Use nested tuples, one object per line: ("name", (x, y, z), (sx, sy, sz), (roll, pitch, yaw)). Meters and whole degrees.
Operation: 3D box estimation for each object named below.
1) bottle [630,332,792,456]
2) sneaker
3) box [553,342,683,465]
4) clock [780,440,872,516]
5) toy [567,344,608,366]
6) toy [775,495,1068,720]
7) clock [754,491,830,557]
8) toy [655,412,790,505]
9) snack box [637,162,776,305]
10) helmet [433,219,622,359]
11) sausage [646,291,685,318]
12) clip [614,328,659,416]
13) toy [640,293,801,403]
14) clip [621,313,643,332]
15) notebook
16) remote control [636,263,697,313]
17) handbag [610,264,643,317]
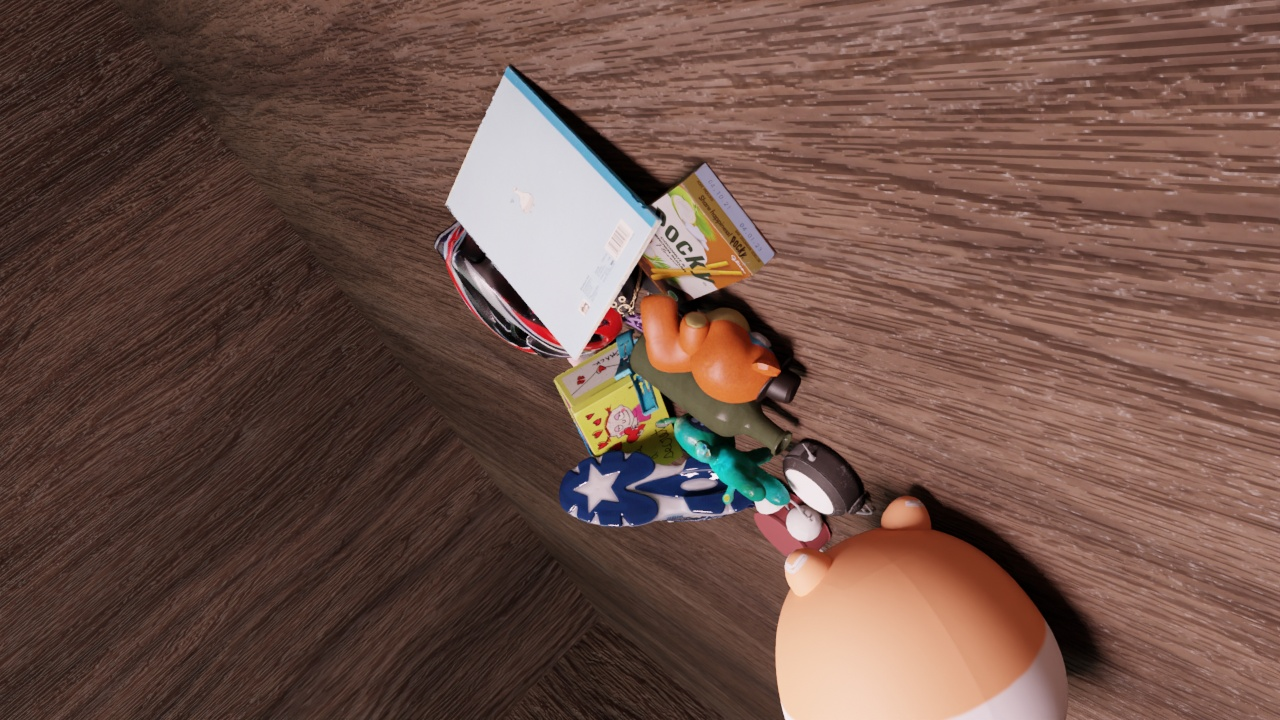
("bottle", (0.082, 0.036, 1.040), (0.207, 0.071, 0.071), (37, 159, 28))
("sneaker", (0.027, 0.188, 1.261), (0.132, 0.269, 0.103), (71, -164, -66))
("box", (-0.026, 0.085, 1.280), (0.080, 0.124, 0.221), (53, 168, 41))
("clock", (0.203, 0.138, 1.024), (0.123, 0.043, 0.091), (50, 161, -8))
("toy", (-0.068, 0.005, 1.315), (0.108, 0.053, 0.105), (14, 128, 64))
("toy", (0.255, 0.286, 0.887), (0.280, 0.262, 0.266), (67, 167, -3))
("clock", (0.194, 0.208, 1.177), (0.096, 0.048, 0.138), (34, 157, 35))
("toy", (0.093, 0.112, 1.068), (0.130, 0.072, 0.193), (15, -162, -40))
("snack box", (0.045, -0.113, 0.879), (0.101, 0.031, 0.186), (50, 161, -9))
("helmet", (-0.129, -0.101, 1.124), (0.217, 0.167, 0.272), (41, 175, 44))
("sausage", (0.061, -0.031, 1.032), (0.155, 0.020, 0.020), (40, 160, 22))
("clip", (-0.014, -0.002, 1.141), (0.103, 0.027, 0.120), (57, -164, -33))
("toy", (0.076, -0.006, 0.926), (0.176, 0.096, 0.112), (38, 174, 13))
("clip", (-0.004, -0.047, 1.153), (0.045, 0.014, 0.051), (50, 158, -17))
("notebook", (-0.099, -0.151, 0.932), (0.253, 0.009, 0.182), (49, 125, 23))
("remote control", (0.012, -0.088, 1.029), (0.147, 0.015, 0.033), (33, 157, 37))
("handbag", (-0.038, -0.102, 0.974), (0.128, 0.054, 0.079), (57, -159, -29))
